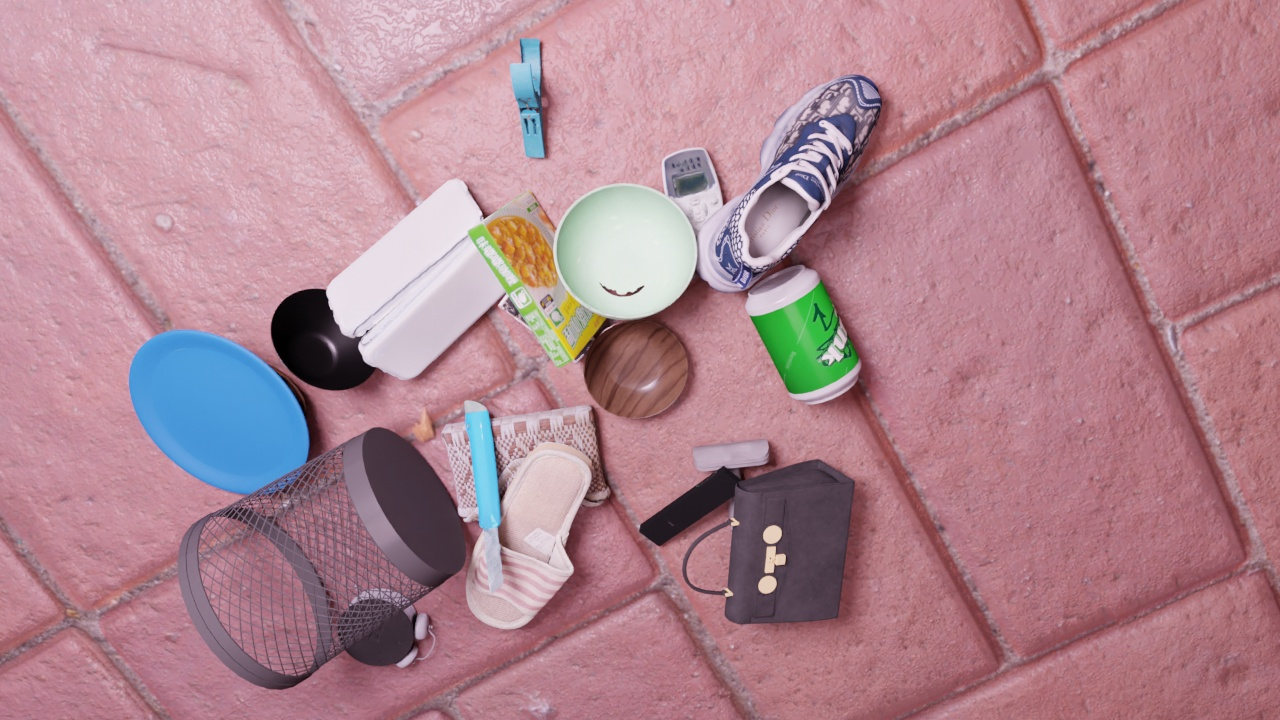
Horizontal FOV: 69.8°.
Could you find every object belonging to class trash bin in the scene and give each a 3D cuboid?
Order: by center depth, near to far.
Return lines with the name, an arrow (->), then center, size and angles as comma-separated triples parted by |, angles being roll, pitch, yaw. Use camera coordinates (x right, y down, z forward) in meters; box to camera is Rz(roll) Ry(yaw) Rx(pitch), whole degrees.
trash bin -> -0.345, 0.213, 1.031 | 0.227, 0.217, 0.218 | -31, 103, 6

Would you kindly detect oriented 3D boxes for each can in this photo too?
can -> 0.181, -0.028, 1.017 | 0.088, 0.087, 0.140 | -27, 104, 8

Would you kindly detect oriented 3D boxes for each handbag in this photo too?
handbag -> 0.136, 0.219, 1.057 | 0.195, 0.072, 0.176 | -4, 107, -25
handbag -> -0.135, 0.124, 1.087 | 0.186, 0.047, 0.124 | -8, 104, 3

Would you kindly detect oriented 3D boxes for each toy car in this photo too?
toy car -> -0.105, -0.045, 1.041 | 0.113, 0.039, 0.039 | 38, 101, -14

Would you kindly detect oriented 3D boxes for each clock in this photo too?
clock -> -0.319, 0.339, 1.157 | 0.122, 0.035, 0.095 | 26, 105, -7

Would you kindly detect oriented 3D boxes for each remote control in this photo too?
remote control -> 0.060, -0.175, 1.008 | 0.060, 0.028, 0.114 | -12, 105, 4
remote control -> 0.059, 0.174, 1.088 | 0.034, 0.013, 0.150 | 39, 123, -16

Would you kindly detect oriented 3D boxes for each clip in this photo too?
clip -> -0.117, -0.290, 0.970 | 0.033, 0.122, 0.120 | -4, 69, 0

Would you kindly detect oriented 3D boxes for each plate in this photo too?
plate -> -0.483, 0.059, 1.064 | 0.224, 0.024, 0.225 | 6, 121, 11

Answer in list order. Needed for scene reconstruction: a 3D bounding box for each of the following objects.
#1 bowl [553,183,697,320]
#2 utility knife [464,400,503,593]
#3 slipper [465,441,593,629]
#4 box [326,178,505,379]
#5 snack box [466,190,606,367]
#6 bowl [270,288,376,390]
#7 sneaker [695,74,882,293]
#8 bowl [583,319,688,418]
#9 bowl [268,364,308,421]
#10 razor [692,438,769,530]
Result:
bowl -> -0.017, -0.108, 0.992 | 0.151, 0.077, 0.150 | 1, 77, -3
utility knife -> -0.176, 0.152, 1.043 | 0.031, 0.015, 0.220 | -8, 78, 4
slipper -> -0.129, 0.216, 1.072 | 0.115, 0.052, 0.263 | 21, 112, -9
box -> -0.232, -0.088, 1.029 | 0.210, 0.105, 0.129 | -37, 58, 8
snack box -> -0.104, -0.091, 0.981 | 0.027, 0.131, 0.168 | -26, 105, 25
bowl -> -0.363, -0.014, 1.035 | 0.124, 0.123, 0.053 | 47, 134, -11
sneaker -> 0.165, -0.181, 0.938 | 0.103, 0.132, 0.269 | 39, 91, -12
bowl -> -0.006, 0.006, 1.056 | 0.119, 0.032, 0.119 | -1, 109, -4
bowl -> -0.437, 0.041, 1.075 | 0.114, 0.026, 0.102 | 29, 121, -3
razor -> 0.112, 0.153, 1.097 | 0.088, 0.047, 0.116 | -7, 113, 3
